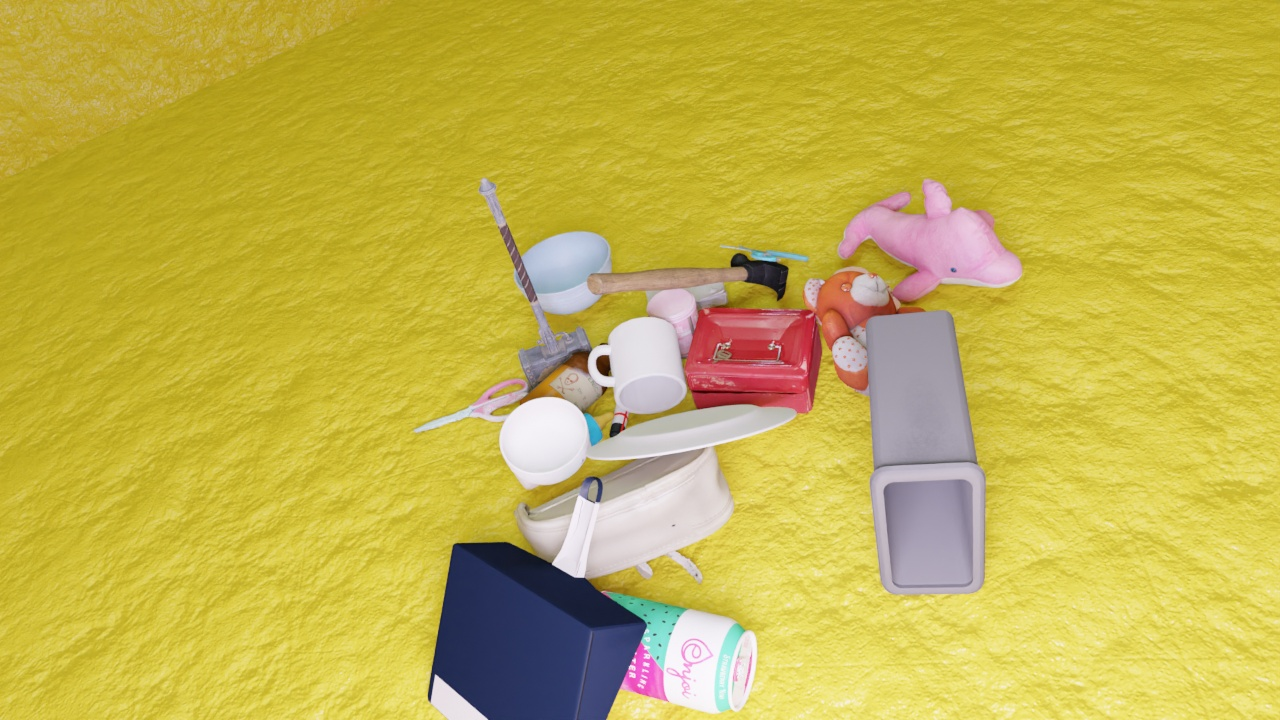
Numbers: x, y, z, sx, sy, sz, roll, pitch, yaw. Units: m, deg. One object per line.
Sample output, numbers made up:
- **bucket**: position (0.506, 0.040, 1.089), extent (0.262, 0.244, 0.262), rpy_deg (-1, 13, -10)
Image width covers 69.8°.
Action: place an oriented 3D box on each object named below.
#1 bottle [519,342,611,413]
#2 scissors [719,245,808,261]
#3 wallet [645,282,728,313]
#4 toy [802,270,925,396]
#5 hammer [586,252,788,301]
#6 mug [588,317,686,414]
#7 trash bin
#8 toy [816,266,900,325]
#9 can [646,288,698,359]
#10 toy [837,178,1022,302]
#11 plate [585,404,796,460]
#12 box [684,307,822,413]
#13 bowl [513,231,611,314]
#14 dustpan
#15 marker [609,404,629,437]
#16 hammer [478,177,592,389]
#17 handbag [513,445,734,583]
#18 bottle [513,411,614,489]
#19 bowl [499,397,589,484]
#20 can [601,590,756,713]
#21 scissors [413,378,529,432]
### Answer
- **bottle**: position (-0.083, 0.030, 1.217), extent (0.068, 0.068, 0.156), rpy_deg (25, 57, 38)
- **scissors**: position (0.187, -0.156, 1.334), extent (0.125, 0.015, 0.136), rpy_deg (2, 19, -18)
- **wallet**: position (0.067, -0.089, 1.323), extent (0.116, 0.032, 0.086), rpy_deg (-14, 30, 8)
- **toy**: position (0.279, -0.042, 1.115), extent (0.163, 0.093, 0.172), rpy_deg (-2, 54, -21)
- **hammer**: position (0.068, -0.110, 1.227), extent (0.304, 0.040, 0.132), rpy_deg (-8, 23, -35)
- **mug**: position (-0.007, 0.007, 1.172), extent (0.121, 0.091, 0.090), rpy_deg (2, 54, -14)
- **trash bin**: position (0.282, 0.090, 0.926), extent (0.098, 0.192, 0.219), rpy_deg (-5, 41, 15)
- **toy**: position (0.285, -0.075, 1.211), extent (0.105, 0.053, 0.108), rpy_deg (31, 60, 29)
- **can**: position (0.048, -0.051, 1.249), extent (0.067, 0.076, 0.067), rpy_deg (-10, 42, 9)
- **toy**: position (0.388, -0.176, 1.226), extent (0.186, 0.128, 0.266), rpy_deg (-39, 40, -17)
- **plate**: position (0.055, 0.075, 1.044), extent (0.242, 0.016, 0.242), rpy_deg (-12, 3, 0)
- **box**: position (0.142, -0.003, 1.156), extent (0.158, 0.087, 0.129), rpy_deg (1, 44, 20)
- **bowl**: position (-0.108, -0.120, 1.384), extent (0.151, 0.075, 0.150), rpy_deg (-10, 41, 9)
- **dustpan**: position (-0.095, 0.246, 0.895), extent (0.080, 0.273, 0.237), rpy_deg (7, 6, -42)
- **marker**: position (-0.022, 0.061, 1.198), extent (0.019, 0.019, 0.145), rpy_deg (-3, 43, 17)
- **hammer**: position (-0.146, -0.097, 1.184), extent (0.098, 0.322, 0.044), rpy_deg (-21, 41, -3)
- **handbag**: position (-0.015, 0.179, 1.035), extent (0.229, 0.132, 0.184), rpy_deg (-24, 16, -11)
- **bottle**: position (-0.093, 0.105, 1.151), extent (0.146, 0.051, 0.051), rpy_deg (-32, 43, -15)
- **bowl**: position (-0.111, 0.101, 1.091), extent (0.105, 0.054, 0.104), rpy_deg (-4, 56, 6)
- **can**: position (0.022, 0.281, 0.888), extent (0.166, 0.088, 0.088), rpy_deg (6, 46, 25)
- **scissors**: position (-0.234, 0.072, 1.269), extent (0.174, 0.017, 0.076), rpy_deg (-18, 42, 0)
